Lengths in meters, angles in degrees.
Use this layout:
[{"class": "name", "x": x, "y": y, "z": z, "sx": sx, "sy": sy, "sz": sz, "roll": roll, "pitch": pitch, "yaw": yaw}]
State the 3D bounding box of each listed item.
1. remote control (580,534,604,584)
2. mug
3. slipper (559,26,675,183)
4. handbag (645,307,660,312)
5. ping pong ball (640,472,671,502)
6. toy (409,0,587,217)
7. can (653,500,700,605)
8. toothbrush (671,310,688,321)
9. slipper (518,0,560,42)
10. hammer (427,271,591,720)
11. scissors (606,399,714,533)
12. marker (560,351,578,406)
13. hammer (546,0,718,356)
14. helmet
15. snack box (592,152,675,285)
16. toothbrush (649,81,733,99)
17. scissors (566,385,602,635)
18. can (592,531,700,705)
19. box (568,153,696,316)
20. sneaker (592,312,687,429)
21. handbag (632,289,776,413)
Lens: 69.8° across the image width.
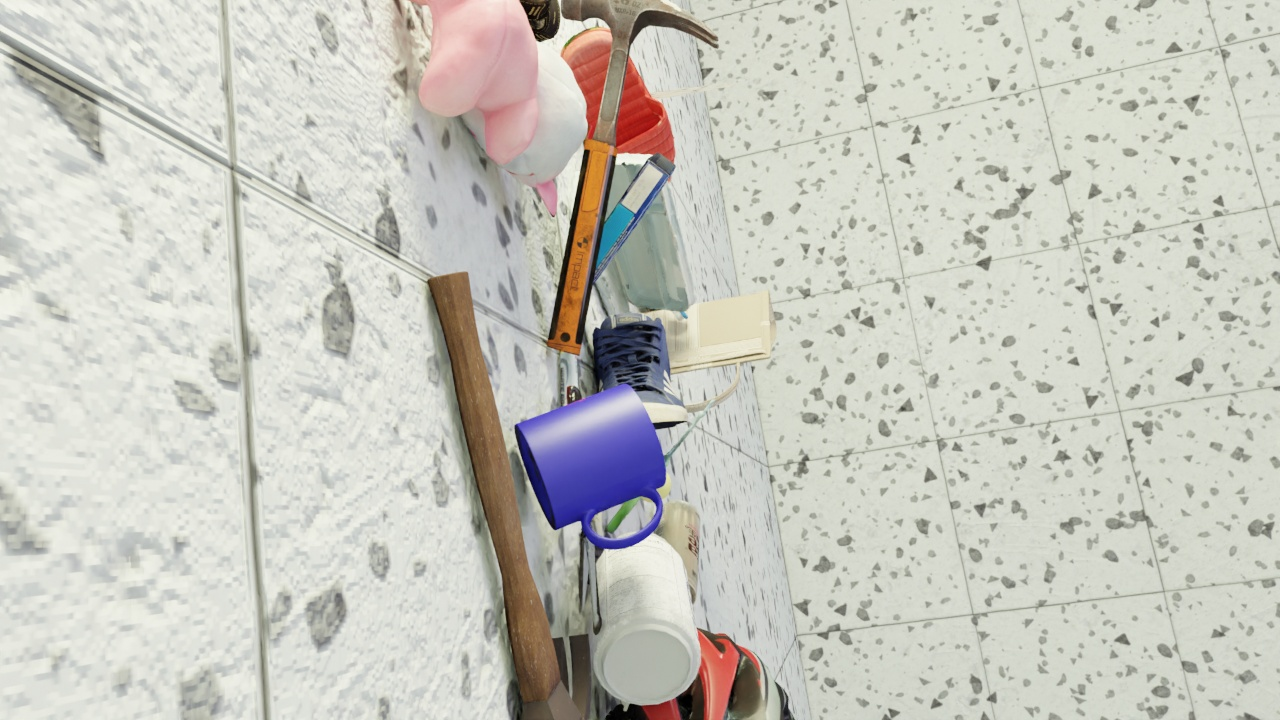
[{"class": "remote control", "x": -0.031, "y": 0.181, "z": 0.829, "sx": 0.124, "sy": 0.009, "sz": 0.046, "roll": 47, "pitch": 34, "yaw": -70}, {"class": "mug", "x": -0.029, "y": 0.080, "z": 0.641, "sx": 0.079, "sy": 0.083, "sz": 0.111, "roll": 96, "pitch": -30, "yaw": -59}, {"class": "slipper", "x": -0.017, "y": -0.274, "z": 1.083, "sx": 0.249, "sy": 0.103, "sz": 0.059, "roll": 62, "pitch": 6, "yaw": -49}, {"class": "handbag", "x": 0.024, "y": -0.118, "z": 1.266, "sx": 0.138, "sy": 0.063, "sz": 0.167, "roll": -99, "pitch": 173, "yaw": -65}, {"class": "ping pong ball", "x": 0.014, "y": 0.137, "z": 1.012, "sx": 0.040, "sy": 0.040, "sz": 0.040, "roll": -10, "pitch": 89, "yaw": -79}, {"class": "toy", "x": -0.096, "y": -0.200, "z": 0.665, "sx": 0.213, "sy": 0.084, "sz": 0.142, "roll": 44, "pitch": 29, "yaw": -71}, {"class": "can", "x": 0.039, "y": 0.216, "z": 1.028, "sx": 0.135, "sy": 0.054, "sz": 0.054, "roll": -81, "pitch": 157, "yaw": -61}, {"class": "toothbrush", "x": 0.005, "y": -0.116, "z": 1.126, "sx": 0.166, "sy": 0.014, "sz": 0.016, "roll": 53, "pitch": 10, "yaw": 4}, {"class": "slipper", "x": -0.105, "y": -0.340, "z": 0.771, "sx": 0.267, "sy": 0.076, "sz": 0.113, "roll": -21, "pitch": 100, "yaw": -79}, {"class": "hammer", "x": -0.085, "y": 0.104, "z": 0.582, "sx": 0.115, "sy": 0.033, "sz": 0.323, "roll": -32, "pitch": 110, "yaw": -76}, {"class": "scissors", "x": 0.019, "y": 0.102, "z": 0.901, "sx": 0.023, "sy": 0.171, "sz": 0.168, "roll": 39, "pitch": -20, "yaw": 11}, {"class": "marker", "x": -0.062, "y": 0.026, "z": 0.800, "sx": 0.017, "sy": 0.017, "sz": 0.146, "roll": 60, "pitch": 22, "yaw": -58}, {"class": "hammer", "x": -0.024, "y": -0.158, "z": 0.784, "sx": 0.035, "sy": 0.138, "sz": 0.314, "roll": 11, "pitch": 90, "yaw": -84}, {"class": "helmet", "x": 0.053, "y": 0.335, "z": 0.782, "sx": 0.272, "sy": 0.167, "sz": 0.217, "roll": 91, "pitch": -4, "yaw": -84}, {"class": "snack box", "x": -0.021, "y": -0.124, "z": 0.859, "sx": 0.027, "sy": 0.150, "sz": 0.082, "roll": 34, "pitch": 20, "yaw": -6}, {"class": "toothbrush", "x": 0.021, "y": -0.318, "z": 1.103, "sx": 0.010, "sy": 0.181, "sz": 0.010, "roll": -72, "pitch": 154, "yaw": -73}, {"class": "scissors", "x": -0.042, "y": 0.107, "z": 0.714, "sx": 0.179, "sy": 0.015, "sz": 0.187, "roll": -11, "pitch": 90, "yaw": -84}, {"class": "can", "x": 0.002, "y": 0.196, "z": 0.715, "sx": 0.136, "sy": 0.078, "sz": 0.078, "roll": -99, "pitch": 174, "yaw": -71}, {"class": "box", "x": -0.024, "y": -0.109, "z": 1.021, "sx": 0.124, "sy": 0.107, "sz": 0.216, "roll": -52, "pitch": 139, "yaw": -36}, {"class": "sneaker", "x": -0.005, "y": 0.006, "z": 0.881, "sx": 0.233, "sy": 0.091, "sz": 0.118, "roll": 42, "pitch": 41, "yaw": -82}, {"class": "handbag", "x": 0.071, "y": -0.001, "z": 1.092, "sx": 0.197, "sy": 0.176, "sz": 0.062, "roll": -78, "pitch": 155, "yaw": -57}]
